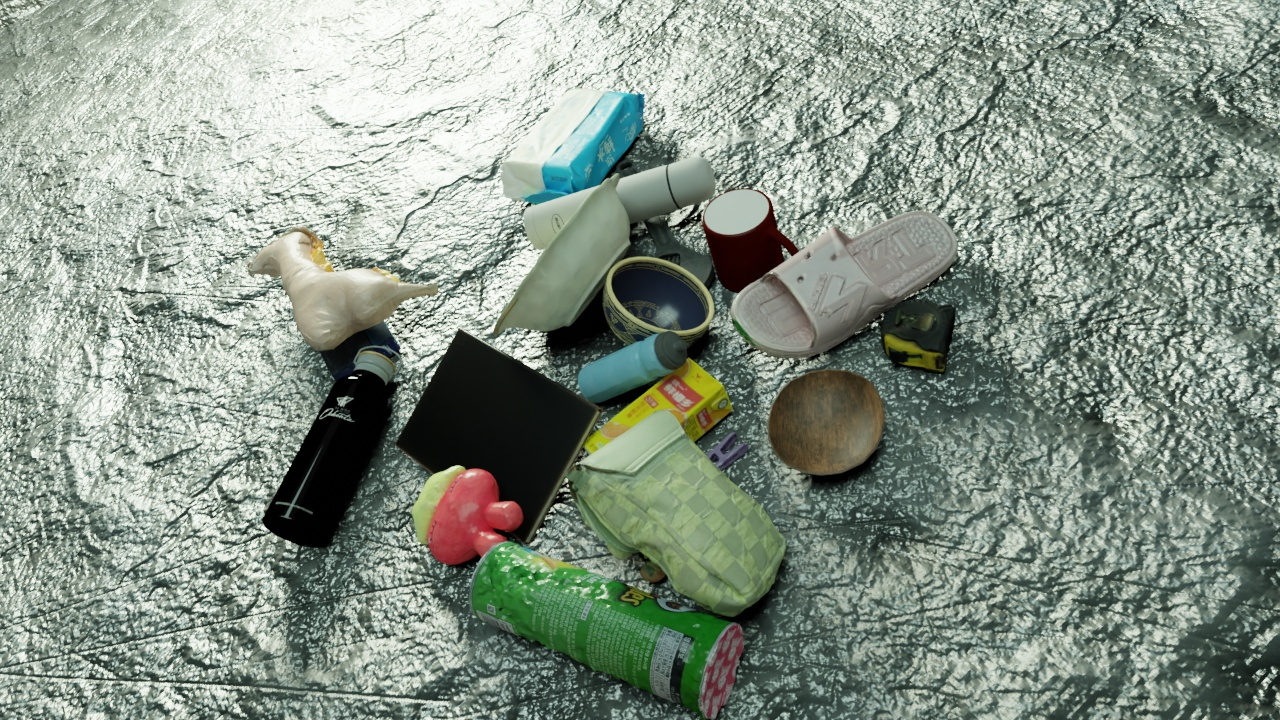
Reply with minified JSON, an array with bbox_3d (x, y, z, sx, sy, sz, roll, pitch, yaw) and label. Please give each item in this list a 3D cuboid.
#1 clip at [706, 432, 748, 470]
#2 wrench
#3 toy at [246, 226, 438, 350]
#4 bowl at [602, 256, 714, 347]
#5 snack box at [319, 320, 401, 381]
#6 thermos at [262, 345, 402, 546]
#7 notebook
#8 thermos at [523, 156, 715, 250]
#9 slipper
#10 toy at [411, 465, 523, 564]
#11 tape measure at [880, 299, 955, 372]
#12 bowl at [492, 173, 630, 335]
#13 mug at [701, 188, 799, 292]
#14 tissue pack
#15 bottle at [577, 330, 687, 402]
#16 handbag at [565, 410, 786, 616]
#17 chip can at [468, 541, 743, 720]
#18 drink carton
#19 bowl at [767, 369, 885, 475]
[{"bbox_3d":[0.075,0.089,0.835,0.053,0.013,0.036,-28,47,-1],"label":"clip"},{"bbox_3d":[0.018,-0.159,1.063,0.073,0.018,0.273,-23,46,1],"label":"wrench"},{"bbox_3d":[-0.362,-0.101,1.093,0.196,0.065,0.264,-25,41,-13],"label":"toy"},{"bbox_3d":[0.012,-0.046,0.931,0.112,0.061,0.112,13,43,-12],"label":"bowl"},{"bbox_3d":[-0.347,-0.039,1.089,0.082,0.027,0.150,-33,49,-9],"label":"snack box"},{"bbox_3d":[-0.311,0.076,0.954,0.061,0.061,0.230,1,52,21],"label":"thermos"},{"bbox_3d":[-0.145,0.067,0.900,0.209,0.008,0.141,28,88,36],"label":"notebook"},{"bbox_3d":[-0.024,-0.180,1.052,0.224,0.052,0.052,-13,48,19],"label":"thermos"},{"bbox_3d":[0.202,-0.081,0.881,0.239,0.064,0.094,-27,69,-9],"label":"slipper"},{"bbox_3d":[-0.162,0.144,0.845,0.135,0.045,0.091,18,78,42],"label":"toy"},{"bbox_3d":[0.255,-0.028,0.849,0.063,0.038,0.067,9,56,26],"label":"tape measure"},{"bbox_3d":[-0.066,-0.096,0.962,0.060,0.189,0.219,37,70,-1],"label":"bowl"},{"bbox_3d":[0.120,-0.119,0.946,0.106,0.082,0.073,23,62,34],"label":"mug"},{"bbox_3d":[-0.082,-0.275,1.164,0.117,0.066,0.208,12,55,29],"label":"tissue pack"},{"bbox_3d":[-0.005,0.005,0.880,0.130,0.040,0.040,-24,39,41],"label":"bottle"},{"bbox_3d":[0.024,0.135,0.754,0.186,0.117,0.113,43,45,17],"label":"handbag"},{"bbox_3d":[-0.033,0.209,0.733,0.223,0.075,0.075,13,57,29],"label":"chip can"},{"bbox_3d":[0.017,0.062,0.859,0.134,0.043,0.058,-39,47,-12],"label":"drink carton"},{"bbox_3d":[0.166,0.060,0.816,0.102,0.026,0.114,-2,50,19],"label":"bowl"}]
